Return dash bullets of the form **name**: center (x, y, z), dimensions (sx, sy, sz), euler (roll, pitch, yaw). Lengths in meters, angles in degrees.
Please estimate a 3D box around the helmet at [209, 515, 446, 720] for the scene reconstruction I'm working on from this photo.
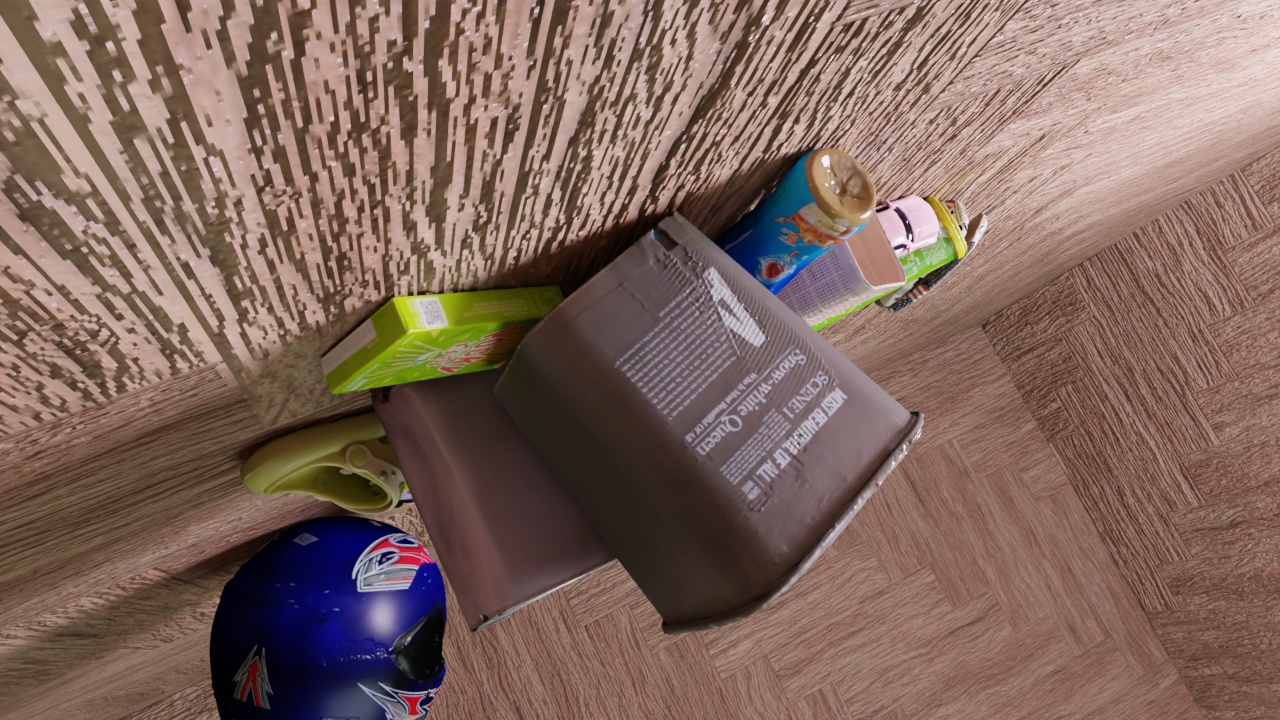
- **helmet**: center (-0.338, 0.303, 1.066), dimensions (0.247, 0.240, 0.315), euler (11, 170, 16)

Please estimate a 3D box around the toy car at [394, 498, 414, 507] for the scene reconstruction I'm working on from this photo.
- **toy car**: center (-0.266, 0.153, 1.101), dimensions (0.105, 0.032, 0.048), euler (-12, 167, -11)

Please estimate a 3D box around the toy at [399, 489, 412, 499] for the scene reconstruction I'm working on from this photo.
- **toy**: center (-0.232, 0.126, 1.029), dimensions (0.107, 0.039, 0.084), euler (-22, 178, -26)

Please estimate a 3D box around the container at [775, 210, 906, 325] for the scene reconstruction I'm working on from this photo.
- **container**: center (0.153, -0.080, 0.803), dimensions (0.111, 0.090, 0.089), euler (-30, 170, 36)

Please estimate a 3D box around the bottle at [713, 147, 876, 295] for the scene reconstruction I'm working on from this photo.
- **bottle**: center (0.090, -0.081, 0.711), dimensions (0.065, 0.065, 0.219), euler (-19, 169, -33)

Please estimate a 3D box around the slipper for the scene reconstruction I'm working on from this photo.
- **slipper**: center (-0.225, 0.088, 0.748), dimensions (0.190, 0.081, 0.092), euler (-11, 165, -47)

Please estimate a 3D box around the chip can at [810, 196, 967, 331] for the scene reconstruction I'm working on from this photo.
- **chip can**: center (0.226, -0.090, 0.970), dimensions (0.221, 0.072, 0.072), euler (-28, 170, 12)

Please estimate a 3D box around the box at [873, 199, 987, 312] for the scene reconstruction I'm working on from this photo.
- **box**: center (0.334, -0.109, 1.048), dimensions (0.081, 0.074, 0.164), euler (16, 143, -22)

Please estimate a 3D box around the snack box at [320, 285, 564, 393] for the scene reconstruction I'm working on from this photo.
- **snack box**: center (-0.125, -0.016, 0.614), dimensions (0.086, 0.026, 0.156), euler (-32, 168, 32)

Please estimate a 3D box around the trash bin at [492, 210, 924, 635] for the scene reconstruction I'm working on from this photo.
- **trash bin**: center (0.034, 0.040, 0.638), dimensions (0.198, 0.220, 0.199), euler (-41, 178, -27)

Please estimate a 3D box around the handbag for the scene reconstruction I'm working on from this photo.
- **handbag**: center (-0.107, 0.090, 0.710), dimensions (0.144, 0.197, 0.099), euler (-15, 164, -45)

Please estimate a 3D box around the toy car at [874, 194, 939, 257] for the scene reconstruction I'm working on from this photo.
- **toy car**: center (0.241, -0.125, 0.879), dimensions (0.122, 0.056, 0.037), euler (-21, 176, -28)
